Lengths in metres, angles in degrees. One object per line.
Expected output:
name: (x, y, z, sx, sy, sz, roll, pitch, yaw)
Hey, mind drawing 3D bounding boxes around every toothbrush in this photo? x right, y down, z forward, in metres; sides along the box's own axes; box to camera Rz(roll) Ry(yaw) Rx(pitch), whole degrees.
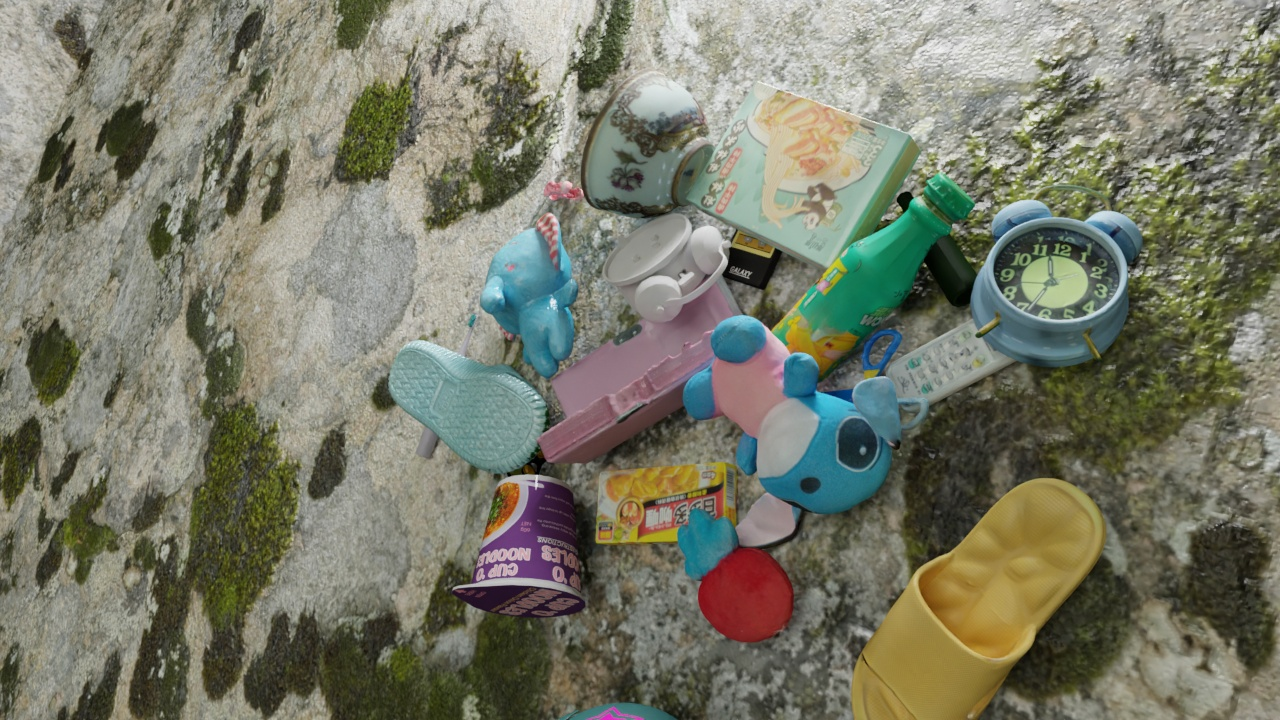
toothbrush: (-0.238, 0.031, 1.144, 0.018, 0.019, 0.188, 16, 84, 41)

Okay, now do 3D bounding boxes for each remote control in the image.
remote control: (0.279, -0.003, 0.788, 0.134, 0.022, 0.050, -31, 58, 23)
remote control: (0.130, -0.142, 0.947, 0.058, 0.013, 0.133, 23, 88, 38)

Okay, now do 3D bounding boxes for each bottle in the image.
bottle: (0.265, -0.105, 0.827, 0.033, 0.033, 0.122, -35, 57, 21)
bottle: (0.205, -0.073, 0.814, 0.210, 0.068, 0.068, -49, 52, 25)

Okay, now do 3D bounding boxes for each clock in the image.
clock: (0.027, -0.097, 0.940, 0.119, 0.061, 0.159, -45, 29, -12)
clock: (0.332, -0.071, 0.735, 0.118, 0.060, 0.161, 11, 65, 21)

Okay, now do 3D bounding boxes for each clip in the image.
clip: (-0.098, -0.208, 1.119, 0.060, 0.045, 0.023, 18, 81, 24)

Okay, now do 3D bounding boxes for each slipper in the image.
slipper: (-0.198, 0.051, 1.079, 0.276, 0.069, 0.116, 24, 91, 37)
slipper: (0.248, 0.198, 0.706, 0.263, 0.078, 0.099, -52, 51, 8)

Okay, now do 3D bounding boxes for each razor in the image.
razor: (-0.093, 0.093, 1.021, 0.144, 0.021, 0.044, -46, 54, 11)

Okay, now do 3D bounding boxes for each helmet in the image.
helmet: (-0.053, 0.409, 0.771, 0.275, 0.200, 0.176, -42, 98, 1)

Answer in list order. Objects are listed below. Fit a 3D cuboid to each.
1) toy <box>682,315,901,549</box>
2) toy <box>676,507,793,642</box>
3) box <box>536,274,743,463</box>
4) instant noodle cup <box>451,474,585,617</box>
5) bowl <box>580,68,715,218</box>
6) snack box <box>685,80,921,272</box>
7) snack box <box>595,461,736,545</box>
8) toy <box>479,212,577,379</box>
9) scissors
toy: (0.122, 0.062, 0.807, 0.191, 0.098, 0.225, 43, 135, 13)
toy: (0.082, 0.194, 0.829, 0.133, 0.062, 0.092, 52, 121, 25)
box: (-0.006, 0.004, 0.932, 0.233, 0.106, 0.115, -33, 72, 19)
instant noodle cup: (-0.121, 0.188, 0.947, 0.122, 0.136, 0.121, -41, 40, 50)
bowl: (0.022, -0.214, 0.971, 0.094, 0.159, 0.160, 32, 94, 22)
snack box: (0.155, -0.181, 0.905, 0.194, 0.044, 0.141, 34, 95, 37)
snack box: (0.024, 0.144, 0.915, 0.153, 0.025, 0.075, -9, 70, 33)
toy: (-0.129, -0.064, 1.040, 0.184, 0.114, 0.180, -50, 44, 41)
scissors: (0.207, 0.035, 0.816, 0.123, 0.016, 0.126, 53, 125, 45)
